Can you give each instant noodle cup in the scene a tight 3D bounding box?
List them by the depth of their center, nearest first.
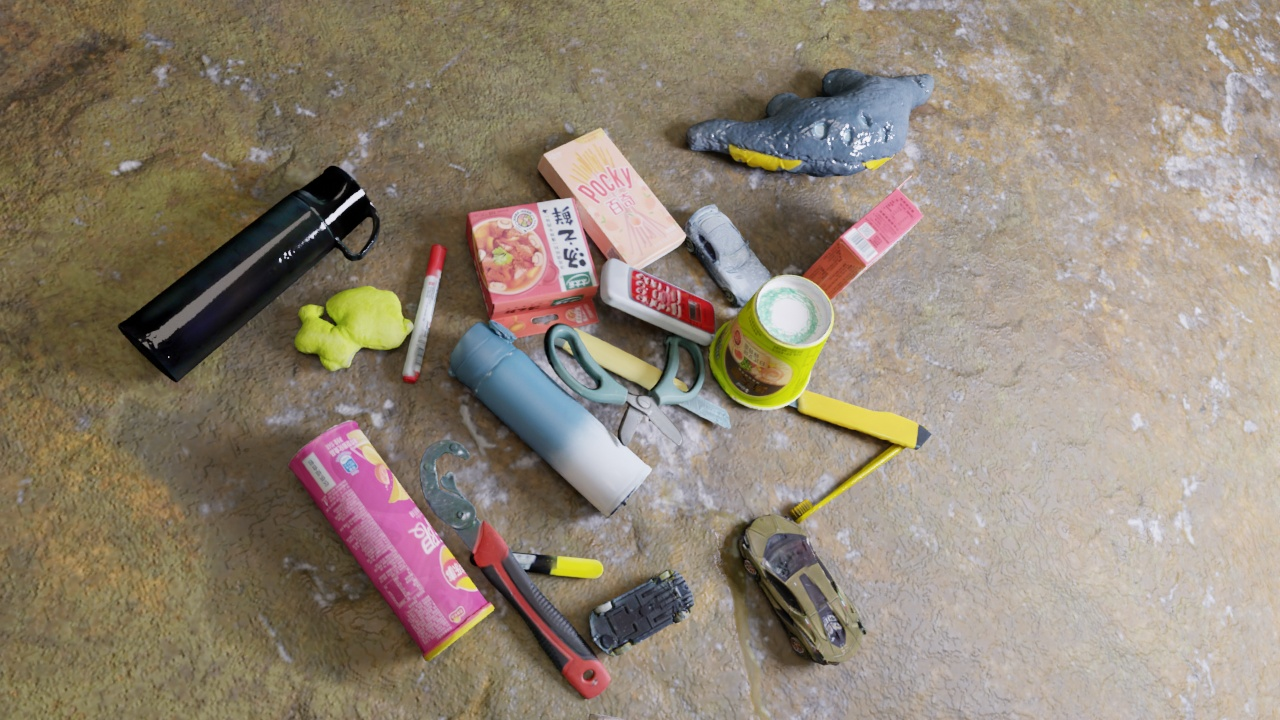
[{"bbox_3d":[0.136,-0.024,0.924,0.111,0.124,0.111,3,65,-7],"label":"instant noodle cup"}]

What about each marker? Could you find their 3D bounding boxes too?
[{"bbox_3d":[-0.097,0.189,0.854,0.124,0.015,0.018,8,77,-9],"label":"marker"},{"bbox_3d":[-0.212,-0.047,0.903,0.017,0.017,0.145,12,69,-11],"label":"marker"}]

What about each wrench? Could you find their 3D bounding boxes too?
[{"bbox_3d":[-0.117,0.192,0.834,0.056,0.016,0.273,-34,88,-11],"label":"wrench"}]

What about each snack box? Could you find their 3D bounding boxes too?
[{"bbox_3d":[-0.107,-0.094,0.932,0.113,0.044,0.127,-13,75,-19],"label":"snack box"},{"bbox_3d":[-0.031,-0.170,0.985,0.084,0.026,0.157,-34,83,-30],"label":"snack box"},{"bbox_3d":[0.245,-0.127,1.001,0.126,0.113,0.044,-39,83,-23],"label":"snack box"}]

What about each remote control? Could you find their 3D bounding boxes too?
[{"bbox_3d":[0.020,-0.060,0.944,0.136,0.020,0.055,23,48,-24],"label":"remote control"}]

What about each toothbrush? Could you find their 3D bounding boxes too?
[{"bbox_3d":[0.231,0.116,0.966,0.189,0.016,0.016,-30,74,-22],"label":"toothbrush"}]

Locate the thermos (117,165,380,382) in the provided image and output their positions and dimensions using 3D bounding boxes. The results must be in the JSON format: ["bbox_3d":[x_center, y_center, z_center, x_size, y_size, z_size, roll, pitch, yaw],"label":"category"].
[{"bbox_3d":[-0.348,-0.079,0.848,0.090,0.069,0.242,40,66,6],"label":"thermos"}]

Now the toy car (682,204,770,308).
[{"bbox_3d":[0.096,-0.113,1.000,0.054,0.037,0.120,-34,86,-23],"label":"toy car"}]

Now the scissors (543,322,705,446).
[{"bbox_3d":[-0.006,0.005,0.912,0.171,0.019,0.169,41,45,2],"label":"scissors"}]

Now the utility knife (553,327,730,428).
[{"bbox_3d":[0.004,0.017,0.938,0.204,0.021,0.030,25,70,2],"label":"utility knife"}]

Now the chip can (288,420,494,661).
[{"bbox_3d":[-0.218,0.155,0.801,0.071,0.072,0.210,-35,83,-23],"label":"chip can"}]

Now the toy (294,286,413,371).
[{"bbox_3d":[-0.274,-0.035,0.874,0.096,0.031,0.100,33,67,0],"label":"toy"}]

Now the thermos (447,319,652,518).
[{"bbox_3d":[-0.088,0.053,0.874,0.220,0.070,0.070,43,66,2],"label":"thermos"}]

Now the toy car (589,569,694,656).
[{"bbox_3d":[-0.001,0.235,0.853,0.105,0.031,0.049,-23,78,-22],"label":"toy car"}]

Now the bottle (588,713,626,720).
[{"bbox_3d":[-0.042,0.396,0.764,0.068,0.068,0.189,14,68,-10],"label":"bottle"}]

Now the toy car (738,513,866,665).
[{"bbox_3d":[0.156,0.222,0.896,0.070,0.042,0.158,-30,78,-23],"label":"toy car"}]

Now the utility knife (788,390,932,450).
[{"bbox_3d":[0.206,0.052,0.977,0.216,0.015,0.033,18,60,-1],"label":"utility knife"}]

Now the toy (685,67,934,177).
[{"bbox_3d":[0.232,-0.276,1.072,0.355,0.092,0.138,-21,50,-22],"label":"toy"}]
